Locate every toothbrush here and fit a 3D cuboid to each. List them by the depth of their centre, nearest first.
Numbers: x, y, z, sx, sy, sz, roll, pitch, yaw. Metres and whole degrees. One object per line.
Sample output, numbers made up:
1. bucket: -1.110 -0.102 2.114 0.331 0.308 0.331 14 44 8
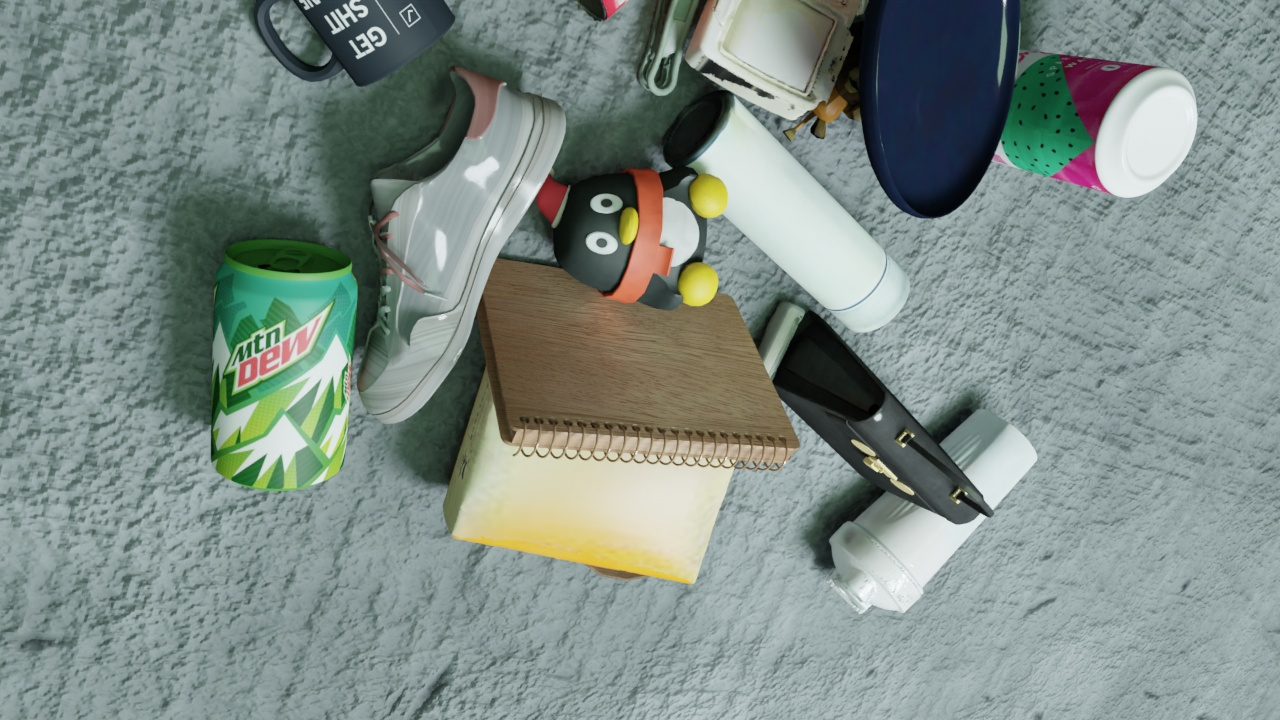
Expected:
1. toothbrush: 0.087 0.038 0.741 0.024 0.022 0.185 23 81 8

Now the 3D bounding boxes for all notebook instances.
1. notebook: -0.004 0.004 0.634 0.210 0.169 0.022 6 133 -26

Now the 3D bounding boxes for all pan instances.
1. pan: 0.242 -0.237 0.625 0.355 0.021 0.199 -43 130 -30

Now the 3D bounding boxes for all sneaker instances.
1. sneaker: -0.140 -0.077 0.579 0.089 0.099 0.236 25 94 -32

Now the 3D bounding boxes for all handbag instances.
1. handbag: 0.212 0.069 0.738 0.072 0.196 0.175 -48 122 2

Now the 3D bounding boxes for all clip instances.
1. clip: 0.018 -0.219 0.623 0.023 0.047 0.076 6 112 -24

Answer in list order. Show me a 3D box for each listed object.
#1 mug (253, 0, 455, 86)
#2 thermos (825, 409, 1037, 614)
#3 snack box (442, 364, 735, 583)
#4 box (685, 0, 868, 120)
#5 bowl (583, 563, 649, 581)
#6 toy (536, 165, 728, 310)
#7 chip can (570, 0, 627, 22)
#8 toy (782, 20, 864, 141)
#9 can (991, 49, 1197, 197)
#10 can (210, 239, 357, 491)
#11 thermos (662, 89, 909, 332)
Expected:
1. mug: -0.172 -0.203 0.528 0.105 0.071 0.077 -23 124 18
2. thermos: 0.271 0.147 0.865 0.220 0.099 0.099 -42 122 -6
3. snack box: -0.029 0.074 0.678 0.195 0.080 0.145 16 97 -20
4. box: 0.149 -0.225 0.590 0.194 0.101 0.143 22 88 -14
5. bowl: -0.008 0.121 0.756 0.117 0.030 0.118 -4 103 -17
6. toy: -0.013 -0.087 0.629 0.119 0.100 0.097 7 90 -20
7. chip can: 0.040 -0.313 0.564 0.233 0.073 0.073 -43 122 0
8. toy: 0.147 -0.198 0.673 0.100 0.062 0.076 -40 101 9
9. can: 0.320 -0.182 0.690 0.088 0.166 0.088 -9 116 -20
10. can: -0.226 0.002 0.582 0.083 0.083 0.144 1 112 -24
11. thermos: 0.116 -0.106 0.695 0.230 0.068 0.068 37 95 -32
